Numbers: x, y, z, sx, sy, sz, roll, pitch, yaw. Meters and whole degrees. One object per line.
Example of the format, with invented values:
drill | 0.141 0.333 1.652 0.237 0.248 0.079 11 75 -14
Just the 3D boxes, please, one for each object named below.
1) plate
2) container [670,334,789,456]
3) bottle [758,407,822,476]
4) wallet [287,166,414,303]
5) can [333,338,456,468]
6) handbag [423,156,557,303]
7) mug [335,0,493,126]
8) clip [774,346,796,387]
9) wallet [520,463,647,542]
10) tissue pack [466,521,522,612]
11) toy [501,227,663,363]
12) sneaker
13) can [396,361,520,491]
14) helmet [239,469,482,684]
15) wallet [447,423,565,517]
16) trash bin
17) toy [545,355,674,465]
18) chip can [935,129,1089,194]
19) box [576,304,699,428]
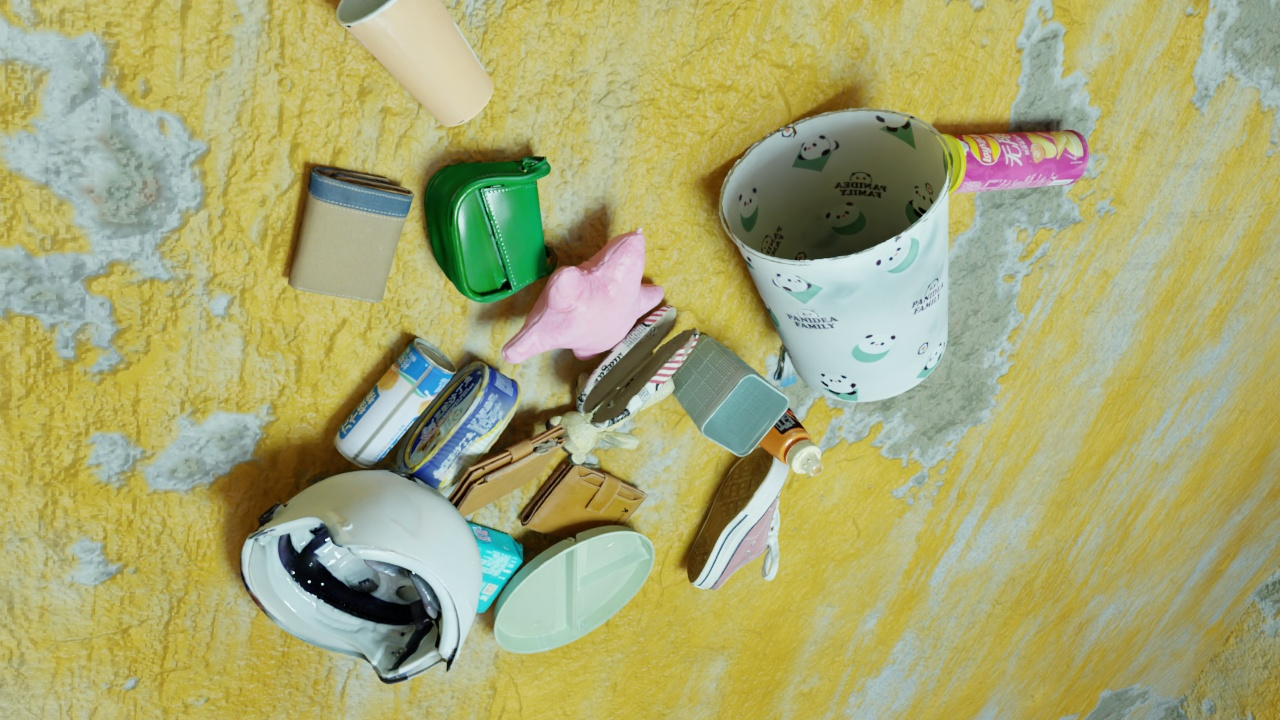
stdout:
plate | -0.085 0.290 1.168 0.229 0.027 0.231 -22 140 -20
container | 0.097 0.037 1.073 0.090 0.111 0.090 32 101 -39
bottle | 0.176 0.093 1.129 0.066 0.149 0.067 -15 126 -21
wallet | -0.263 -0.112 0.830 0.090 0.033 0.115 8 117 -30
can | -0.248 0.044 0.925 0.135 0.053 0.053 -48 130 7
handbag | -0.137 -0.126 0.873 0.120 0.068 0.131 -21 127 -26
mug | -0.178 -0.257 0.756 0.078 0.078 0.123 -41 136 0
clip | 0.186 0.005 1.165 0.026 0.038 0.058 -13 127 -19
wallet | -0.065 0.175 1.131 0.130 0.035 0.119 29 109 -39
tissue pack | -0.208 0.240 1.079 0.133 0.050 0.093 30 101 -40
toy | -0.041 -0.063 0.942 0.179 0.074 0.194 -51 155 25
sneaker | 0.147 0.217 1.226 0.087 0.118 0.242 17 118 -17
can | -0.191 0.069 0.961 0.148 0.074 0.049 -48 128 9
helmet | -0.269 0.200 0.935 0.259 0.145 0.229 -19 117 38
wallet | -0.148 0.122 0.995 0.131 0.031 0.108 -27 163 -43
trash bin | 0.227 -0.101 0.994 0.229 0.229 0.252 -33 136 -6
toy | -0.032 0.052 1.053 0.157 0.066 0.105 -35 98 -9
chip can | 0.441 -0.241 1.108 0.210 0.071 0.071 -9 124 -25
box | -0.012 0.000 1.005 0.082 0.075 0.163 48 67 -12
